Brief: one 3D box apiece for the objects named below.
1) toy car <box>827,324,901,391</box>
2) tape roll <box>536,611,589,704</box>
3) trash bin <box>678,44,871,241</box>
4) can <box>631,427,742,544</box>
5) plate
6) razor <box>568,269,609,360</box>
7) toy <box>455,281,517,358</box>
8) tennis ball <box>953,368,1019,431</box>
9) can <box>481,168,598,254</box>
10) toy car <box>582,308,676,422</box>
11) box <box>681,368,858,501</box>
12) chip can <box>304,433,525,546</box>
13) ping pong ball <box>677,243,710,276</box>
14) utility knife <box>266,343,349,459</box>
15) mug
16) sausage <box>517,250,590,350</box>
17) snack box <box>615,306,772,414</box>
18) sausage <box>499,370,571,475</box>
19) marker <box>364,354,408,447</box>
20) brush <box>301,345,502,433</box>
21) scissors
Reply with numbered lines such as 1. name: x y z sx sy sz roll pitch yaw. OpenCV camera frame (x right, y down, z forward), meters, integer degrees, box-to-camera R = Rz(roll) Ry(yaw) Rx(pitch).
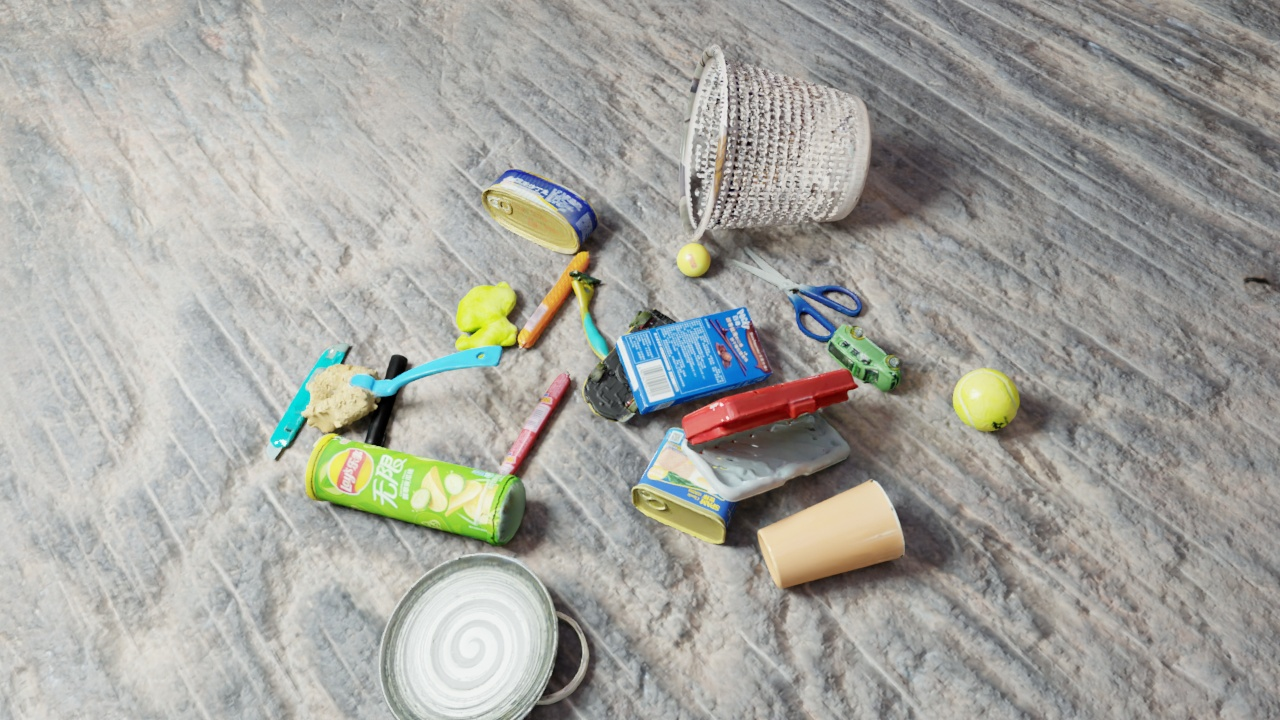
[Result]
1. toy car: 0.246 -0.001 1.007 0.036 0.043 0.091 -36 59 -23
2. tape roll: -0.091 0.277 0.858 0.086 0.014 0.085 -2 55 3
3. trash bin: 0.160 -0.250 1.098 0.192 0.228 0.227 3 55 -9
4. can: 0.055 0.125 0.927 0.102 0.057 0.083 21 57 17
5. plate: -0.157 0.268 0.851 0.179 0.024 0.179 -9 55 12
6. razor: -0.055 -0.047 1.070 0.028 0.043 0.132 -37 53 27
7. toy: -0.183 -0.050 1.080 0.096 0.031 0.100 -33 60 -15
8. tennis ball: 0.360 0.041 0.955 0.065 0.066 0.065 -2 55 3
9. can: -0.126 -0.188 1.145 0.148 0.075 0.049 25 58 20
10. toy car: -0.006 0.006 1.016 0.071 0.041 0.155 38 61 3
11. box: 0.136 0.077 0.904 0.201 0.096 0.098 -12 79 -41
12. chip can: -0.227 0.131 0.933 0.221 0.073 0.072 11 57 12
13. ping pong ball: 0.064 -0.121 1.104 0.040 0.040 0.040 -2 55 3
14. utility knife: -0.379 0.042 1.042 0.029 0.013 0.164 12 57 14
15. mug: 0.179 0.170 0.878 0.123 0.078 0.078 -18 56 -3
16. sausage: -0.101 -0.074 1.096 0.021 0.021 0.164 22 60 18
17. snack box: 0.059 -0.002 0.999 0.157 0.026 0.084 -14 72 -21
18. sausage: -0.115 0.071 0.998 0.020 0.020 0.155 20 59 17
19. marker: -0.285 0.051 1.025 0.022 0.020 0.131 8 56 0
20. brush: -0.259 0.021 0.984 0.255 0.046 0.083 -14 44 23
21. scissors: 0.175 -0.078 1.085 0.171 0.012 0.141 8 56 11
